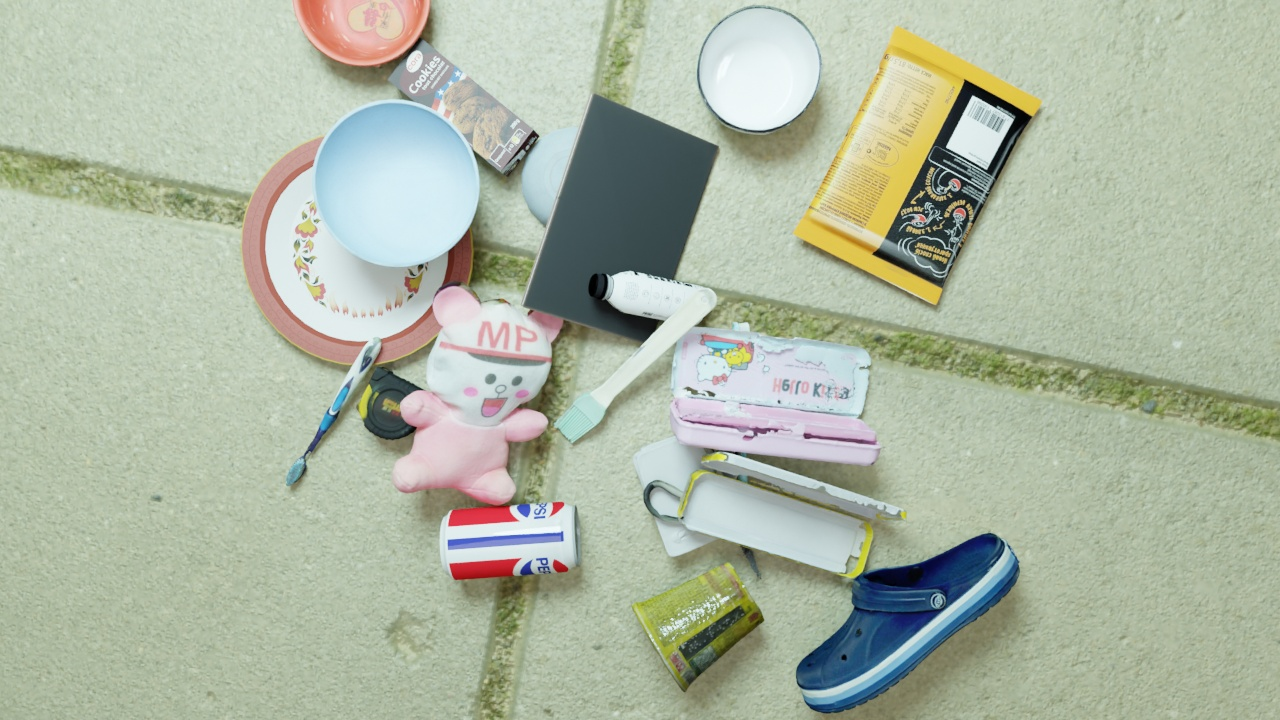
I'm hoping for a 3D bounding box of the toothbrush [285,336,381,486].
[{"bbox_3d":[-0.309,0.053,0.921,0.016,0.017,0.189,33,104,-9],"label":"toothbrush"}]

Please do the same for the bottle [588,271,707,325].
[{"bbox_3d":[0.006,-0.062,0.887,0.116,0.041,0.041,10,97,-24],"label":"bottle"}]

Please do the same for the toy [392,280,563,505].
[{"bbox_3d":[-0.160,0.033,0.895,0.141,0.084,0.213,12,101,-23],"label":"toy"}]

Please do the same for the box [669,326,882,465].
[{"bbox_3d":[0.132,0.031,0.885,0.201,0.101,0.103,7,103,-8],"label":"box"}]

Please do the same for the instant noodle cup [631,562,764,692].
[{"bbox_3d":[0.060,0.259,0.921,0.108,0.102,0.102,-31,95,-6],"label":"instant noodle cup"}]

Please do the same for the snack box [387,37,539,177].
[{"bbox_3d":[-0.170,-0.244,0.886,0.141,0.031,0.051,39,95,3],"label":"snack box"}]

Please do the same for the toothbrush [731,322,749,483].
[{"bbox_3d":[0.103,0.051,0.931,0.016,0.016,0.180,-2,96,-8],"label":"toothbrush"}]

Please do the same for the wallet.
[{"bbox_3d":[0.046,0.134,0.936,0.086,0.032,0.116,-16,94,-9],"label":"wallet"}]

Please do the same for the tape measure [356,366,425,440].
[{"bbox_3d":[-0.248,0.048,0.925,0.067,0.038,0.062,28,87,-5],"label":"tape measure"}]

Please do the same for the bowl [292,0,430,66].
[{"bbox_3d":[-0.261,-0.344,0.876,0.130,0.045,0.130,0,96,0],"label":"bowl"}]

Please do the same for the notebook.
[{"bbox_3d":[-0.018,-0.132,0.889,0.141,0.008,0.209,16,97,-25],"label":"notebook"}]

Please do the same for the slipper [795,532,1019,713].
[{"bbox_3d":[0.252,0.244,0.909,0.253,0.105,0.095,-35,94,0],"label":"slipper"}]

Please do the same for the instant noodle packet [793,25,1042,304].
[{"bbox_3d":[0.269,-0.188,0.895,0.160,0.032,0.221,26,96,-4],"label":"instant noodle packet"}]

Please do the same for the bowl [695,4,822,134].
[{"bbox_3d":[0.109,-0.270,0.871,0.116,0.065,0.116,0,96,0],"label":"bowl"}]

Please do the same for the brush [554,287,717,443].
[{"bbox_3d":[-0.005,0.005,0.901,0.033,0.012,0.218,45,111,-4],"label":"brush"}]

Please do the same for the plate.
[{"bbox_3d":[-0.280,-0.110,0.914,0.230,0.021,0.230,0,96,1],"label":"plate"}]

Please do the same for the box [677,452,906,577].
[{"bbox_3d":[0.148,0.153,0.889,0.210,0.080,0.084,19,83,-13],"label":"box"}]

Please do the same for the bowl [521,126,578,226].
[{"bbox_3d":[-0.066,-0.177,0.896,0.106,0.039,0.106,0,96,0],"label":"bowl"}]

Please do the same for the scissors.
[{"bbox_3d":[0.080,0.140,0.919,0.157,0.012,0.169,1,90,-9],"label":"scissors"}]

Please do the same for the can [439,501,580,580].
[{"bbox_3d":[-0.129,0.181,0.920,0.132,0.070,0.070,-4,96,1],"label":"can"}]

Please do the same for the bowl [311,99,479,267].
[{"bbox_3d":[-0.219,-0.162,0.858,0.150,0.074,0.150,0,96,1],"label":"bowl"}]
